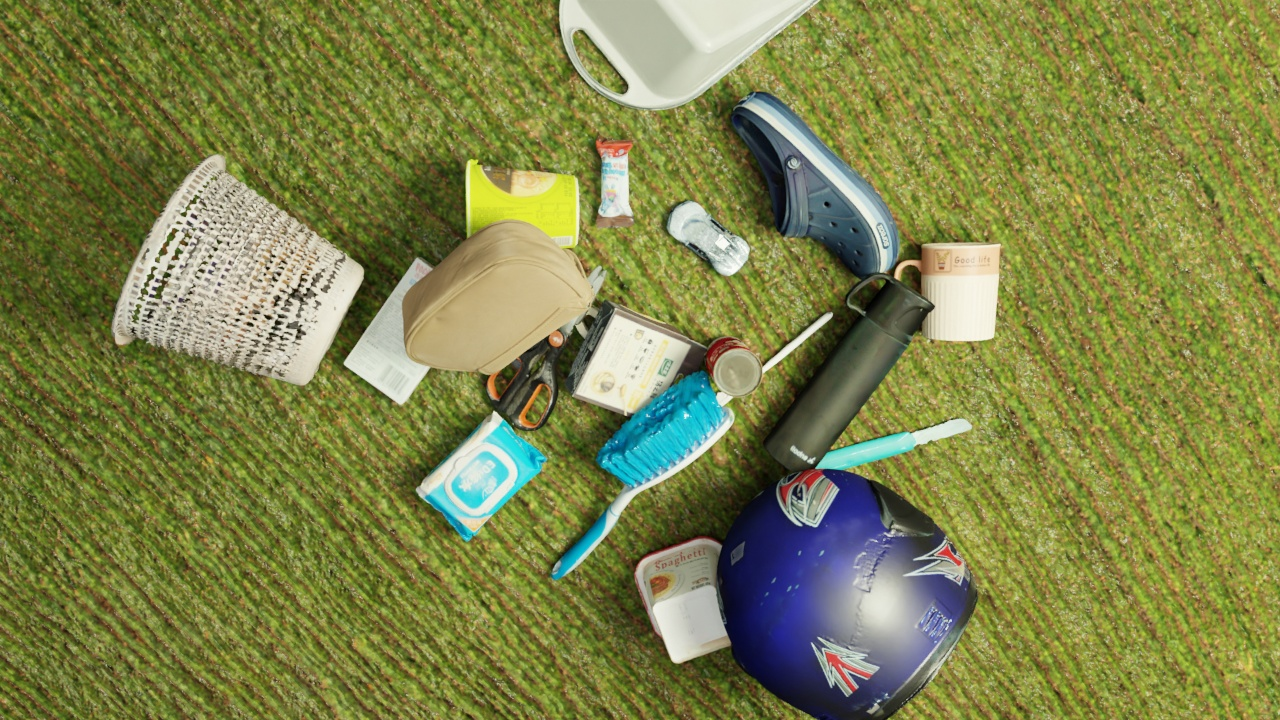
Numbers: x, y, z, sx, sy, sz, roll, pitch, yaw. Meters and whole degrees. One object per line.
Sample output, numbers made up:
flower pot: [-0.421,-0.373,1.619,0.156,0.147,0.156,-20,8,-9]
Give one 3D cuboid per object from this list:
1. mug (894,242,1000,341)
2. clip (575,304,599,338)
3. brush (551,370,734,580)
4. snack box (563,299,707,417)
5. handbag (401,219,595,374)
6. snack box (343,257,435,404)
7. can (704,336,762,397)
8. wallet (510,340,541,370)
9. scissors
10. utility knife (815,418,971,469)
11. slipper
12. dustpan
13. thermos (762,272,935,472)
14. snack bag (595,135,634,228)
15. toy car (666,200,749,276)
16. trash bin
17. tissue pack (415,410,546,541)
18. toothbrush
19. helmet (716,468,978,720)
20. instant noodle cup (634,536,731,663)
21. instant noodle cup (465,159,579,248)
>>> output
mug: [0.349,-0.080,1.050,0.115,0.081,0.106,3,100,27]
clip: [-0.071,-0.061,1.067,0.035,0.074,0.100,-39,98,5]
brush: [-0.018,0.142,1.065,0.315,0.060,0.109,-38,123,12]
snack box: [-0.006,0.006,1.056,0.125,0.053,0.113,21,102,-27]
handbag: [-0.157,-0.066,0.982,0.205,0.099,0.147,-32,141,30]
snack box: [-0.270,-0.034,1.079,0.084,0.027,0.157,36,97,-4]
can: [0.102,0.005,1.029,0.053,0.132,0.053,0,98,0]
wallet: [-0.136,-0.051,1.059,0.097,0.019,0.121,41,122,-6]
scissors: [-0.112,-0.025,1.040,0.139,0.021,0.235,22,112,21]
utility knife: [0.290,0.107,1.104,0.219,0.013,0.029,-16,96,5]
slipper: [0.184,-0.184,1.016,0.095,0.105,0.253,-41,94,-2]
dustpan: [0.043,-0.415,1.033,0.257,0.143,0.222,-43,97,-24]
thermos: [0.227,0.013,1.046,0.090,0.068,0.243,32,105,-2]
snack bag: [-0.030,-0.205,1.054,0.045,0.026,0.105,-1,100,-3]
toy car: [0.078,-0.142,1.061,0.105,0.031,0.049,37,96,-4]
trash bin: [-0.419,-0.078,0.993,0.192,0.227,0.227,27,97,-16]
tissue pack: [-0.187,0.136,1.084,0.140,0.063,0.090,-44,96,5]
toothbrush: [0.155,-0.002,1.088,0.180,0.016,0.016,-39,92,6]
helmet: [0.212,0.236,0.999,0.240,0.314,0.248,45,109,13]
instant noodle cup: [0.059,0.283,1.074,0.116,0.124,0.116,-20,97,3]
instant noodle cup: [-0.131,-0.167,1.026,0.123,0.111,0.112,-1,98,-8]
